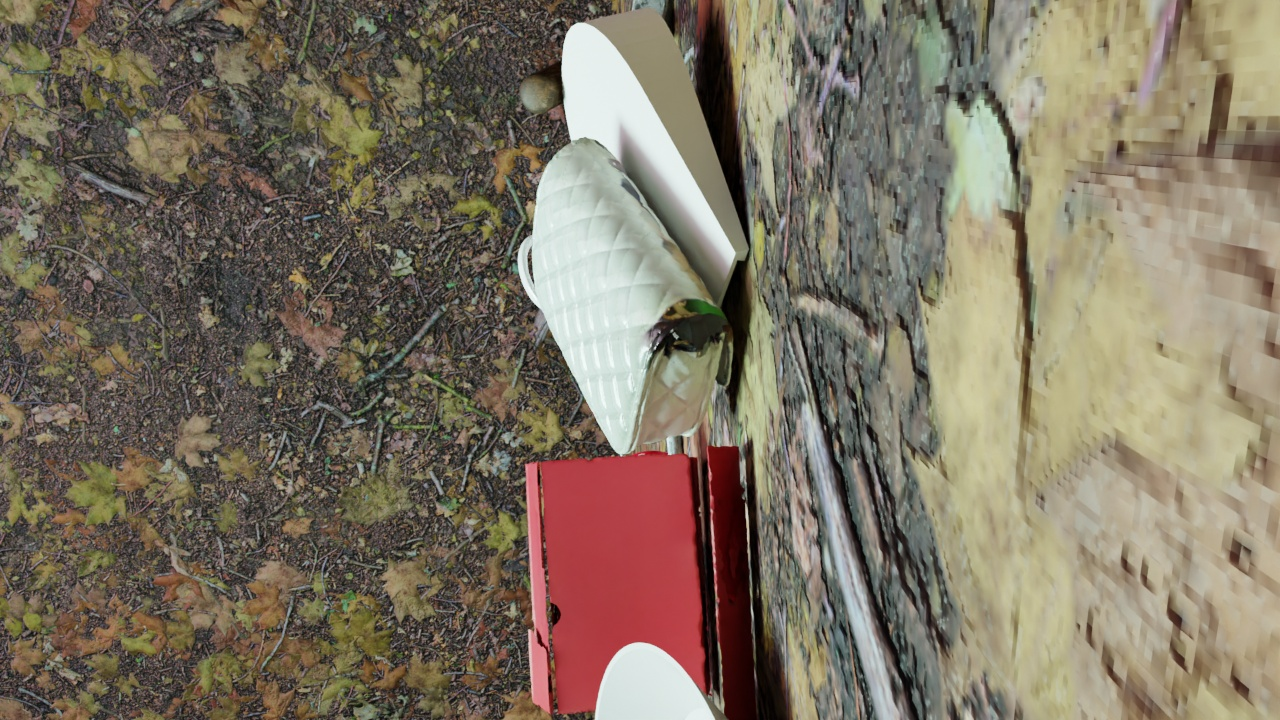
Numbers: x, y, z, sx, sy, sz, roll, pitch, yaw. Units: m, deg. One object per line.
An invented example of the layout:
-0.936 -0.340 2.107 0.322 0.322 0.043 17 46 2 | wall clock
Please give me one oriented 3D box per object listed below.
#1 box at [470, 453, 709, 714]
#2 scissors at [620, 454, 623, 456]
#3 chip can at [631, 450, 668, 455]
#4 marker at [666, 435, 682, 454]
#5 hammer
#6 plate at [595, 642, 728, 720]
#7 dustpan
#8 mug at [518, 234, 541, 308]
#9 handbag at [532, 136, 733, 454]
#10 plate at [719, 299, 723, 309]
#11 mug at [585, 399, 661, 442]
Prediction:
-0.069 0.206 0.889 0.375 0.148 0.212 -19 73 61 | box
0.014 0.183 1.095 0.170 0.013 0.175 57 -172 -50 | scissors
0.017 0.206 0.966 0.069 0.069 0.220 92 176 -55 | chip can
0.038 0.095 1.003 0.146 0.017 0.017 -94 3 -46 | marker
-0.033 -0.311 0.829 0.299 0.037 0.218 -53 -32 -55 | hammer
0.028 0.246 0.516 0.174 0.036 0.174 5 96 62 | plate
0.016 -0.132 0.666 0.192 0.053 0.257 103 144 -62 | dustpan
-0.049 -0.081 0.785 0.074 0.110 0.090 140 113 -68 | mug
-0.010 -0.044 0.626 0.194 0.072 0.139 60 152 35 | handbag
0.036 -0.093 0.689 0.178 0.012 0.178 172 91 -76 | plate
0.001 0.036 0.983 0.105 0.073 0.083 51 126 23 | mug
